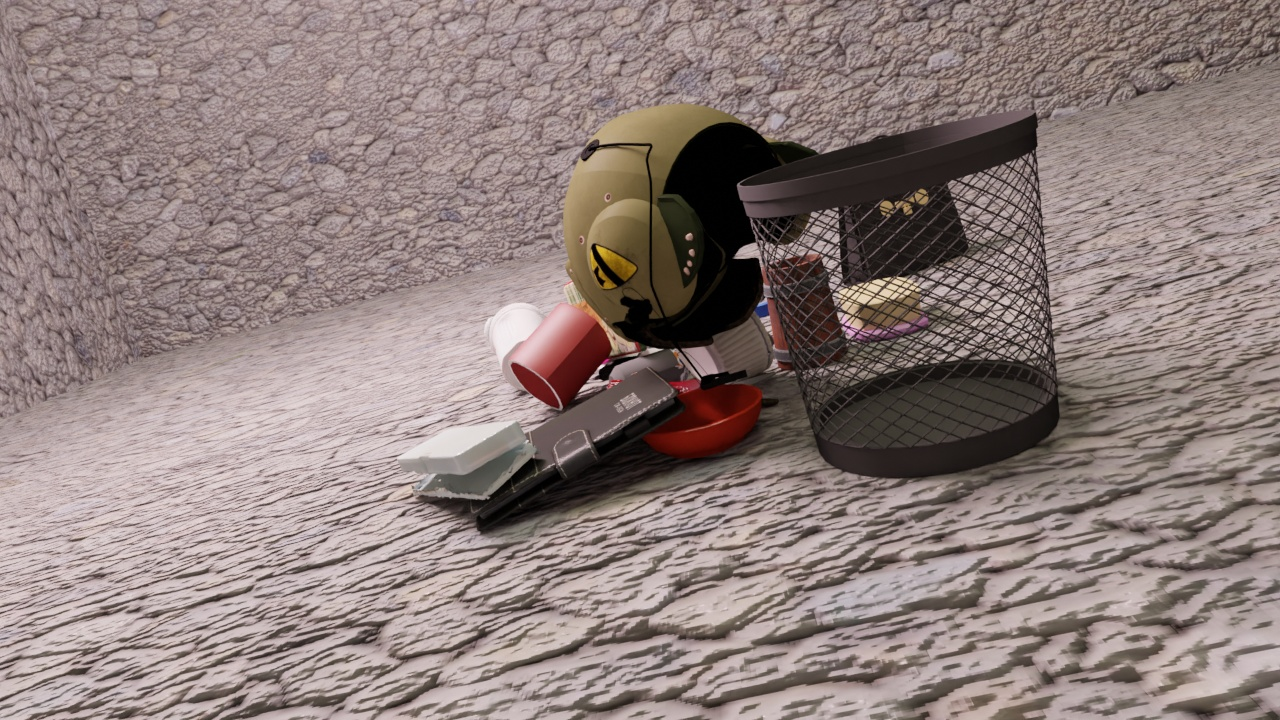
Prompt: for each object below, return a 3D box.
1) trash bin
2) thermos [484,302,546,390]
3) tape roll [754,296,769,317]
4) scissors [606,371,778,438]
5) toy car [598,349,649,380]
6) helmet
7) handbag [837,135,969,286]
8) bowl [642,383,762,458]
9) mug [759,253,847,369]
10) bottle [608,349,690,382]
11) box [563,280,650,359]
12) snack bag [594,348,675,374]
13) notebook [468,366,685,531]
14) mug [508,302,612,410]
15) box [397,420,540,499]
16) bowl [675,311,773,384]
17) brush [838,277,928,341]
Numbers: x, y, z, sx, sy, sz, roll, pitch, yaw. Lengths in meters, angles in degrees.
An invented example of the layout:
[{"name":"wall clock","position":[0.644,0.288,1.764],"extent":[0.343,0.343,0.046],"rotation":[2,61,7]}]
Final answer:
[{"name":"trash bin","position":[0.208,-0.052,0.714],"extent":[0.218,0.227,0.217],"rotation":[-14,13,3]},{"name":"thermos","position":[-0.170,-0.023,1.315],"extent":[0.099,0.099,0.220],"rotation":[-17,17,-6]},{"name":"tape roll","position":[0.165,-0.079,1.330],"extent":[0.091,0.016,0.092],"rotation":[-5,17,38]},{"name":"scissors","position":[0.034,0.046,0.935],"extent":[0.199,0.015,0.178],"rotation":[15,42,42]},{"name":"toy car","position":[-0.007,0.007,1.127],"extent":[0.092,0.037,0.040],"rotation":[-8,15,29]},{"name":"helmet","position":[0.041,-0.114,0.877],"extent":[0.249,0.256,0.233],"rotation":[-32,28,-35]},{"name":"handbag","position":[0.364,-0.226,1.320],"extent":[0.175,0.196,0.072],"rotation":[-20,14,-20]},{"name":"bowl","position":[0.057,0.059,0.847],"extent":[0.122,0.035,0.122],"rotation":[-14,13,3]},{"name":"mug","position":[0.163,-0.053,1.022],"extent":[0.118,0.111,0.081],"rotation":[-7,16,31]},{"name":"bottle","position":[0.020,0.014,1.049],"extent":[0.112,0.047,0.047],"rotation":[-19,14,-16]},{"name":"box","position":[-0.034,-0.061,1.127],"extent":[0.050,0.117,0.206],"rotation":[-20,5,-17]},{"name":"snack bag","position":[0.029,-0.004,1.177],"extent":[0.197,0.016,0.070],"rotation":[-8,13,28]},{"name":"notebook","position":[-0.065,0.074,0.852],"extent":[0.209,0.029,0.169],"rotation":[-32,12,-3]},{"name":"mug","position":[-0.092,0.005,1.106],"extent":[0.080,0.116,0.096],"rotation":[27,66,29]},{"name":"box","position":[-0.166,0.089,0.855],"extent":[0.199,0.067,0.083],"rotation":[-13,41,58]},{"name":"bowl","position":[0.083,-0.020,1.002],"extent":[0.062,0.115,0.115],"rotation":[-36,20,-20]},{"name":"brush","position":[0.282,-0.073,1.121],"extent":[0.089,0.043,0.228],"rotation":[-14,14,4]}]
